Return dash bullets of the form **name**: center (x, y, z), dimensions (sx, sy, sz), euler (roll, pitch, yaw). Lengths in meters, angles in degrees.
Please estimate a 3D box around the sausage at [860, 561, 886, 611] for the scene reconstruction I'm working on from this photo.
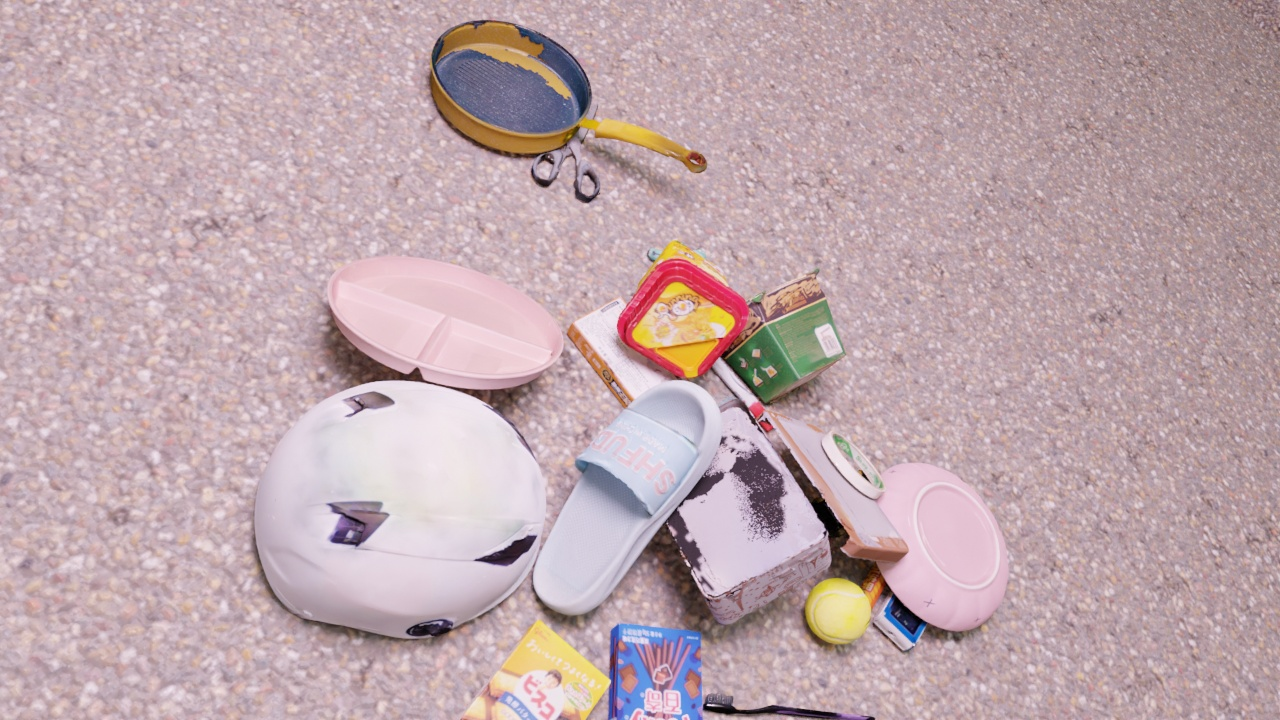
- **sausage**: center (0.266, 0.226, 1.003), dimensions (0.021, 0.022, 0.164), euler (41, 54, 3)

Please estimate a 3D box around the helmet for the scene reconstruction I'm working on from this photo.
- **helmet**: center (-0.191, 0.111, 0.790), dimensions (0.258, 0.146, 0.228), euler (8, 59, -20)

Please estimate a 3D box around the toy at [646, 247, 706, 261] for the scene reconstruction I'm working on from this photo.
- **toy**: center (0.053, -0.104, 1.098), dimensions (0.096, 0.030, 0.091), euler (13, 52, -8)

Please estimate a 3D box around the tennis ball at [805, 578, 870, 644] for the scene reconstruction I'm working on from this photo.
- **tennis ball**: center (0.200, 0.254, 0.931), dimensions (0.065, 0.066, 0.065), euler (11, 58, -18)

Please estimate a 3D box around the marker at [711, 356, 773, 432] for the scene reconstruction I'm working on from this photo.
- **marker**: center (0.104, 0.022, 1.053), dimensions (0.017, 0.017, 0.145), euler (-34, 79, -35)

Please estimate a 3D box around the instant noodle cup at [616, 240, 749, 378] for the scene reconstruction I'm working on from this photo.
- **instant noodle cup**: center (0.045, -0.063, 1.000), dimensions (0.116, 0.116, 0.123), euler (31, 26, -16)

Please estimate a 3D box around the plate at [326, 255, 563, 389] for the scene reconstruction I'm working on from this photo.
- **plate**: center (-0.188, -0.038, 0.892), dimensions (0.229, 0.028, 0.229), euler (17, 26, -9)

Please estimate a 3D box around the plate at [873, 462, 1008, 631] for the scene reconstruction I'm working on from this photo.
- **plate**: center (0.335, 0.196, 1.008), dimensions (0.192, 0.039, 0.192), euler (15, 56, -23)

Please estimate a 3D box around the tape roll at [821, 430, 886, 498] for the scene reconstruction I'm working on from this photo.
- **tape roll**: center (0.230, 0.112, 0.989), dimensions (0.086, 0.014, 0.085), euler (39, 19, -17)

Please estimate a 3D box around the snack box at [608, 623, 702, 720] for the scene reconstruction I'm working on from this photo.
- **snack box**: center (0.014, 0.322, 0.832), dimensions (0.084, 0.026, 0.156), euler (12, 58, -18)

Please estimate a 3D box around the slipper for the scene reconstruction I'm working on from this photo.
- **slipper**: center (-0.023, 0.119, 0.843), dimensions (0.104, 0.074, 0.245), euler (30, 84, 38)

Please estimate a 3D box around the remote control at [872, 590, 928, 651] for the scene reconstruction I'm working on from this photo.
- **remote control**: center (0.300, 0.254, 1.000), dimensions (0.049, 0.024, 0.124), euler (44, 53, 5)

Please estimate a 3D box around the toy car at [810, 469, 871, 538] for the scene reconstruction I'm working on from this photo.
- **toy car**: center (0.226, 0.161, 1.017), dimensions (0.106, 0.031, 0.049), euler (-25, 74, -34)

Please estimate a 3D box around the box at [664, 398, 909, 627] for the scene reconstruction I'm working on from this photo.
- **box**: center (0.136, 0.135, 0.909), dimensions (0.269, 0.136, 0.179), euler (-9, 49, -28)

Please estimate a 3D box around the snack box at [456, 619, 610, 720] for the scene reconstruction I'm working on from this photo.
- **snack box**: center (-0.100, 0.305, 0.789), dimensions (0.087, 0.034, 0.140), euler (41, 52, 2)

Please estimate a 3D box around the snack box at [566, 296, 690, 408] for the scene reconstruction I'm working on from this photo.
- **snack box**: center (-0.006, 0.006, 1.008), dimensions (0.075, 0.026, 0.153), euler (-32, 78, -35)

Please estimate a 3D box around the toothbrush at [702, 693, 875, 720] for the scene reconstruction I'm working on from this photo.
- **toothbrush**: center (0.146, 0.339, 0.891), dimensions (0.189, 0.014, 0.016), euler (12, 46, -18)

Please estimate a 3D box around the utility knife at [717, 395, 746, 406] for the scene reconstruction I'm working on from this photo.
- **utility knife**: center (0.034, 0.093, 0.981), dimensions (0.222, 0.015, 0.033), euler (-31, 76, -32)

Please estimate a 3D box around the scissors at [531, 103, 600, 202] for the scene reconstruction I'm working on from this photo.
- **scissors**: center (-0.086, -0.267, 1.140), dimensions (0.163, 0.014, 0.164), euler (-22, 72, -34)

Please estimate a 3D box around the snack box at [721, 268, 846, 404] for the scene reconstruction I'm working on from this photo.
- **snack box**: center (0.165, -0.022, 1.048), dimensions (0.118, 0.118, 0.105), euler (-25, 79, -30)

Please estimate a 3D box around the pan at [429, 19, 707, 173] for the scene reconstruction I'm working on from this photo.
- **pan**: center (-0.085, -0.303, 1.107), dimensions (0.357, 0.078, 0.197), euler (32, 52, 0)
